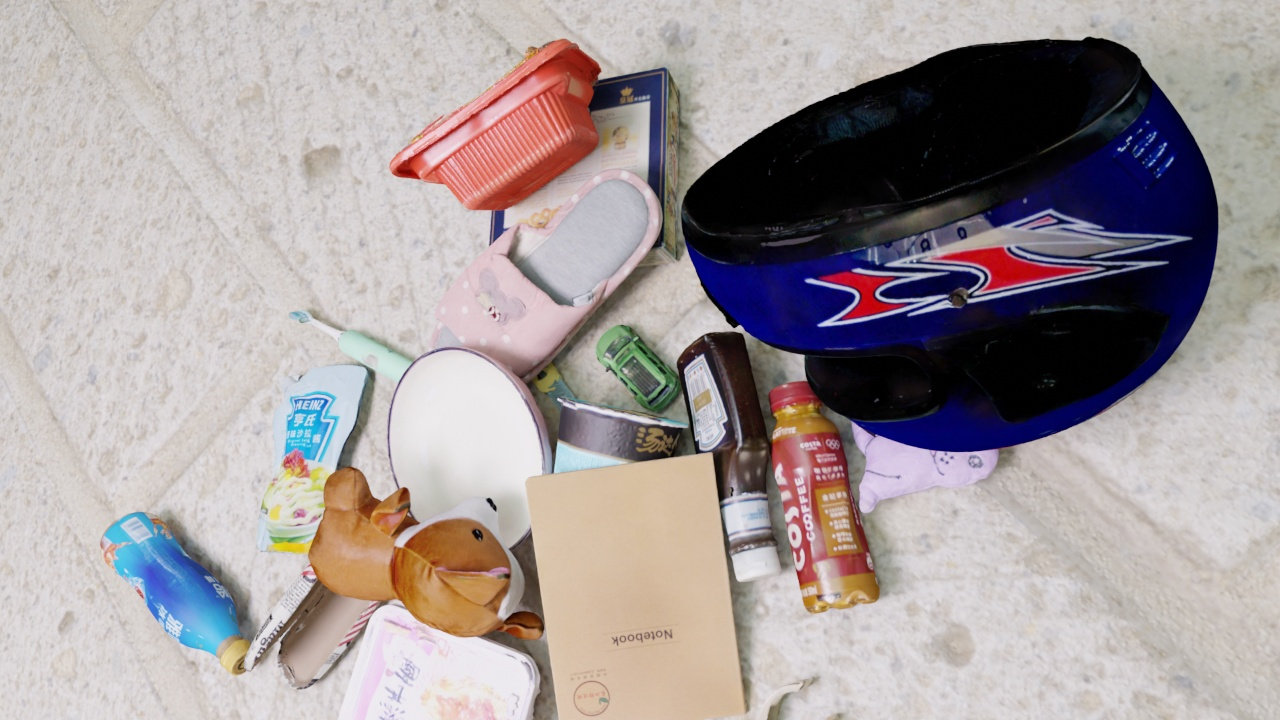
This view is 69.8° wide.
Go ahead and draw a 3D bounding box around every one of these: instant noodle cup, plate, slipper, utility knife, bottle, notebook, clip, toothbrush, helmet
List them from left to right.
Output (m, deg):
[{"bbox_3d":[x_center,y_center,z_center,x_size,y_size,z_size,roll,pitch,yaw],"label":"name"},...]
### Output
[{"bbox_3d":[-0.457,0.235,0.918,0.219,0.065,0.065,33,90,25],"label":"bottle"},{"bbox_3d":[-0.275,-0.009,0.928,0.225,0.027,0.026,25,113,26],"label":"toothbrush"},{"bbox_3d":[-0.164,0.296,0.783,0.174,0.060,0.138,12,81,26],"label":"instant noodle cup"},{"bbox_3d":[-0.149,0.081,0.821,0.193,0.039,0.192,6,100,34],"label":"plate"},{"bbox_3d":[-0.108,-0.193,0.798,0.189,0.164,0.079,-32,93,14],"label":"instant noodle cup"},{"bbox_3d":[-0.106,-0.011,0.870,0.031,0.021,0.198,-44,69,13],"label":"utility knife"},{"bbox_3d":[-0.094,-0.063,0.816,0.275,0.054,0.114,-39,81,18],"label":"slipper"},{"bbox_3d":[-0.025,0.099,0.761,0.111,0.111,0.120,11,88,24],"label":"instant noodle cup"},{"bbox_3d":[-0.003,0.183,0.712,0.148,0.008,0.207,-8,93,1],"label":"notebook"},{"bbox_3d":[0.074,0.077,0.736,0.044,0.080,0.194,-2,69,-24],"label":"bottle"},{"bbox_3d":[0.094,0.270,0.700,0.105,0.034,0.081,-25,71,23],"label":"clip"},{"bbox_3d":[0.136,0.103,0.711,0.057,0.057,0.174,-17,70,17],"label":"bottle"},{"bbox_3d":[0.208,-0.056,0.620,0.316,0.240,0.246,-18,31,10],"label":"helmet"}]

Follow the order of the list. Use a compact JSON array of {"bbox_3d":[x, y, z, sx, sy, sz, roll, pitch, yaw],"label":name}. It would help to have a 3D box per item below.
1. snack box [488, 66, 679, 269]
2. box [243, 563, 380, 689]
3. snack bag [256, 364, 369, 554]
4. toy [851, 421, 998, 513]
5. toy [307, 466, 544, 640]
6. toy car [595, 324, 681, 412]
[{"bbox_3d":[-0.053,-0.174,0.871,0.178,0.045,0.182,-4,75,22],"label":"snack box"},{"bbox_3d":[-0.304,0.224,0.846,0.163,0.087,0.076,-52,49,6],"label":"box"},{"bbox_3d":[-0.332,0.098,0.919,0.110,0.038,0.190,-6,73,31],"label":"snack bag"},{"bbox_3d":[0.216,0.070,0.699,0.108,0.039,0.083,-15,52,20],"label":"toy"},{"bbox_3d":[-0.174,0.164,0.767,0.200,0.140,0.130,20,67,30],"label":"toy"},{"bbox_3d":[-0.005,0.005,0.810,0.043,0.036,0.091,-48,60,6],"label":"toy car"}]
